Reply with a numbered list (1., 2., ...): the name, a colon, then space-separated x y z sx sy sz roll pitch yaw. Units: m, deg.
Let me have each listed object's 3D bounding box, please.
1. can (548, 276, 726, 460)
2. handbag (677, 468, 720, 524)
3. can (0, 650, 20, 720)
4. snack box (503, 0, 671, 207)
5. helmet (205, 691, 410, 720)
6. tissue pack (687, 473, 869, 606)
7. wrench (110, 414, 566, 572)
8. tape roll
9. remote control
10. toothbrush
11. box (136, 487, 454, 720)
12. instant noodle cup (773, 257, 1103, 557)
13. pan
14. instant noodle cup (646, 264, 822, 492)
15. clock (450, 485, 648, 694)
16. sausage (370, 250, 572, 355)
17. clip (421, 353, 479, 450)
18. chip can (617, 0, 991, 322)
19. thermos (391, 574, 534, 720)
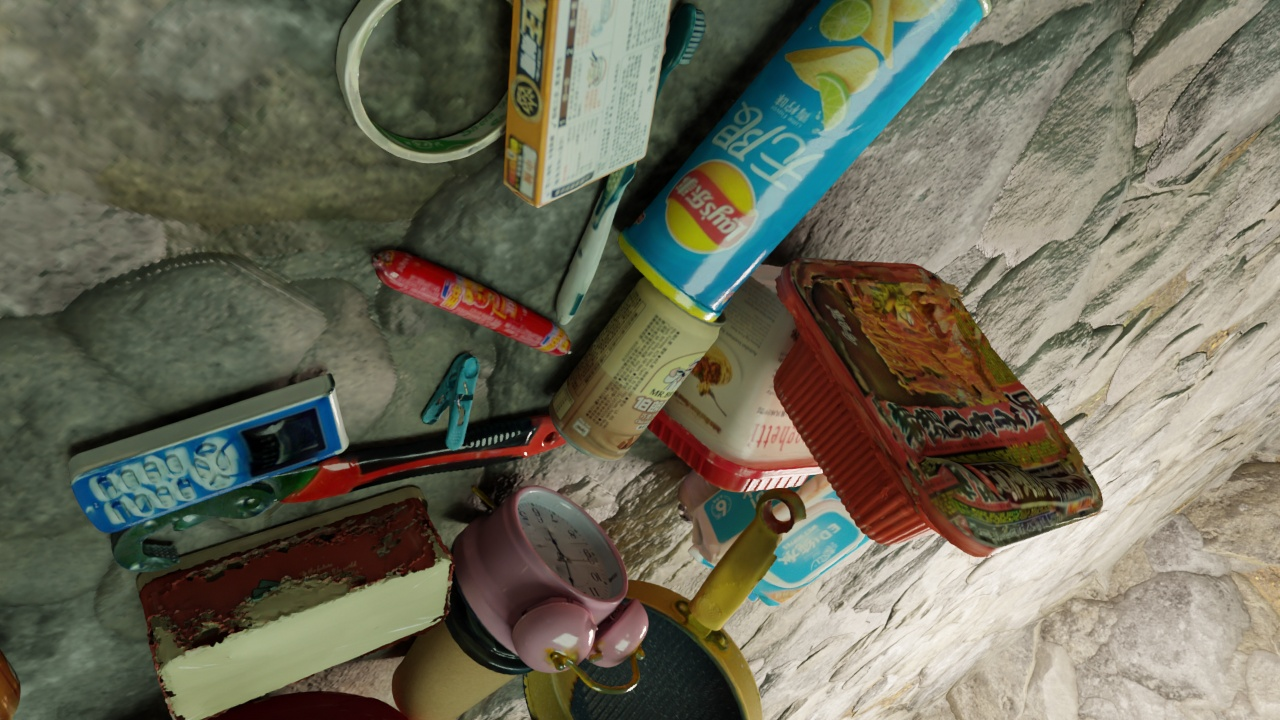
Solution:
1. can: -0.003 0.003 0.562 0.058 0.058 0.116 11 124 -48
2. handbag: 0.128 0.061 0.735 0.134 0.075 0.194 14 120 -43
3. can: -0.333 0.127 0.414 0.057 0.058 0.148 -17 141 -27
4. snack box: -0.020 -0.143 0.388 0.075 0.026 0.154 -34 150 -36
5. helmet: -0.248 0.307 0.633 0.240 0.143 0.207 30 116 -33
6. tissue pack: 0.112 0.119 0.676 0.140 0.063 0.090 -40 125 14
7. wrench: -0.157 0.067 0.538 0.272 0.016 0.056 -13 139 -31
8. tape roll: -0.082 -0.123 0.384 0.085 0.014 0.086 -24 144 -19
9. remote control: -0.210 0.045 0.457 0.124 0.024 0.049 -19 142 -23
10. toothbrush: -0.009 -0.094 0.482 0.018 0.016 0.192 -15 141 -45
11. box: -0.197 0.149 0.546 0.168 0.076 0.091 -16 141 -29
12. instant noodle cup: 0.153 0.028 0.515 0.164 0.188 0.079 -1 144 -42
13. pan: 0.027 0.208 0.658 0.078 0.198 0.358 -29 153 -58
14. instant noodle cup: 0.077 0.006 0.602 0.116 0.116 0.124 3 117 -44
15. clock: -0.054 0.152 0.605 0.060 0.158 0.117 -45 146 16
16. sausage: -0.083 -0.028 0.490 0.020 0.020 0.155 -47 145 13
17. clip: -0.106 0.021 0.525 0.013 0.033 0.054 6 114 -48
18. chip can: 0.081 -0.120 0.481 0.210 0.071 0.071 -48 144 15
19. thermos: -0.126 0.211 0.679 0.093 0.093 0.144 4 137 -44
